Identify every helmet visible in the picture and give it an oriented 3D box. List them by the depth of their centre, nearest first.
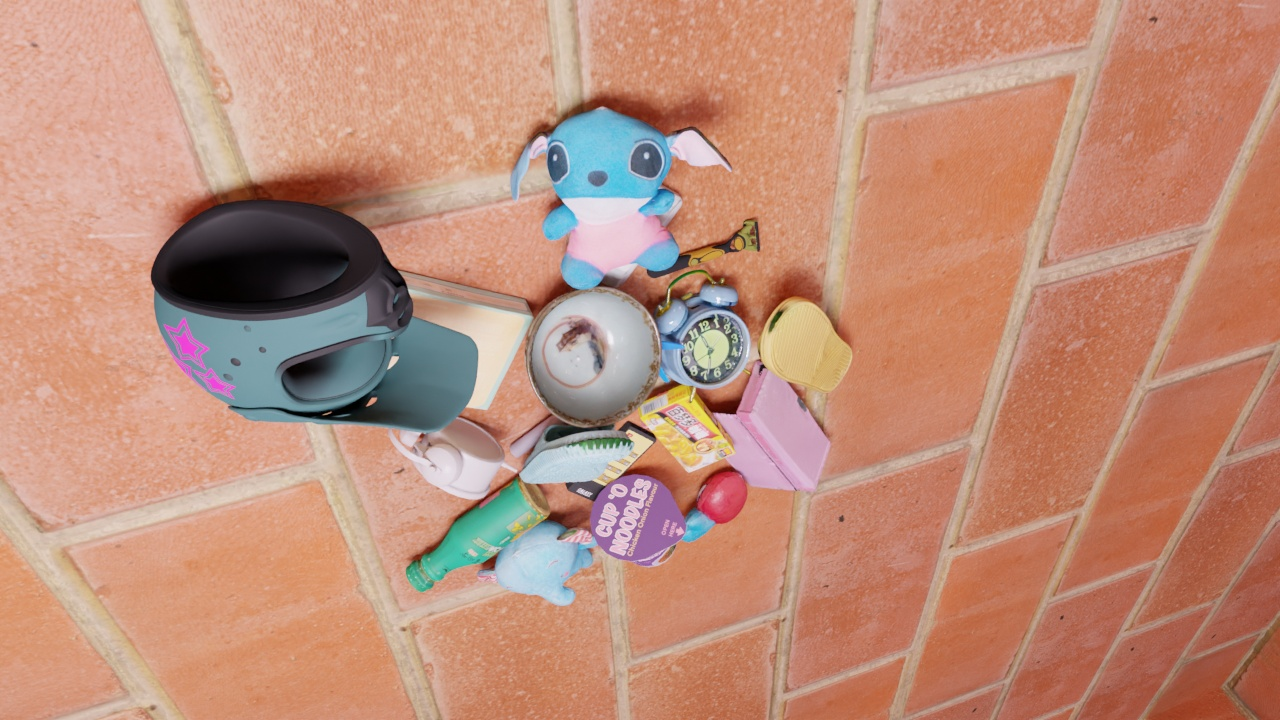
[{"bbox_3d":[-0.302,-0.027,0.856,0.275,0.176,0.200,8,143,15],"label":"helmet"}]

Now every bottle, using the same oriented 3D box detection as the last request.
[{"bbox_3d":[-0.223,0.238,1.234,0.210,0.068,0.068,-35,134,7],"label":"bottle"}]

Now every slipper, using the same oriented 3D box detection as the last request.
[{"bbox_3d":[-0.082,0.107,1.133,0.115,0.069,0.277,-4,167,-20],"label":"slipper"},{"bbox_3d":[0.203,-0.021,1.199,0.099,0.078,0.263,-61,148,2],"label":"slipper"}]

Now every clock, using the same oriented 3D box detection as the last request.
[{"bbox_3d":[-0.232,0.111,1.091,0.159,0.120,0.061,19,110,-48],"label":"clock"},{"bbox_3d":[0.073,-0.035,1.128,0.118,0.060,0.162,-28,115,-13],"label":"clock"}]

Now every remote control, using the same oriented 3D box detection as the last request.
[{"bbox_3d":[-0.006,-0.140,1.041,0.050,0.022,0.134,21,117,-36],"label":"remote control"},{"bbox_3d":[-0.041,0.141,1.273,0.058,0.013,0.134,29,112,-40],"label":"remote control"}]

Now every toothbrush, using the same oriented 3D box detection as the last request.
[{"bbox_3d":[-0.091,0.067,1.163,0.188,0.019,0.018,-35,137,18],"label":"toothbrush"}]

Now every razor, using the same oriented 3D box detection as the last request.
[{"bbox_3d":[0.075,-0.127,1.094,0.144,0.021,0.044,-19,134,-6],"label":"razor"}]

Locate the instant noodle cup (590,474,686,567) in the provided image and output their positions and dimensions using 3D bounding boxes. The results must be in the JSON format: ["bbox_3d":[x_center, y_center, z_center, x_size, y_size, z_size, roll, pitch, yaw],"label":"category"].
[{"bbox_3d":[0.009,0.242,1.307,0.137,0.121,0.122,14,158,19],"label":"instant noodle cup"}]

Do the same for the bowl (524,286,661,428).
[{"bbox_3d":[-0.066,-0.009,1.061,0.159,0.094,0.160,-2,96,-22],"label":"bowl"}]

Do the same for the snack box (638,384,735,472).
[{"bbox_3d":[0.063,0.092,1.230,0.075,0.025,0.152,-24,136,15],"label":"snack box"}]

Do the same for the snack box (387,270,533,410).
[{"bbox_3d":[-0.235,-0.020,1.022,0.193,0.044,0.142,12,122,-32],"label":"snack box"}]

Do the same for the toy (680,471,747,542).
[{"bbox_3d":[0.107,0.221,1.371,0.133,0.062,0.092,-44,142,2],"label":"toy"}]

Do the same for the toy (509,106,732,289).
[{"bbox_3d":[-0.018,-0.168,0.950,0.224,0.098,0.192,-6,131,3],"label":"toy"}]

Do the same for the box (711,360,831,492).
[{"bbox_3d":[0.174,0.098,1.328,0.232,0.116,0.106,47,60,-44],"label":"box"}]

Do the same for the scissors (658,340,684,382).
[{"bbox_3d":[-0.010,-0.018,1.106,0.124,0.016,0.125,-35,95,37],"label":"scissors"}]

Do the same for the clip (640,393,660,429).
[{"bbox_3d":[0.027,0.068,1.239,0.045,0.023,0.060,0,124,-26],"label":"clip"}]

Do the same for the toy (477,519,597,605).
[{"bbox_3d":[-0.129,0.295,1.309,0.184,0.114,0.180,-29,147,14],"label":"toy"}]
